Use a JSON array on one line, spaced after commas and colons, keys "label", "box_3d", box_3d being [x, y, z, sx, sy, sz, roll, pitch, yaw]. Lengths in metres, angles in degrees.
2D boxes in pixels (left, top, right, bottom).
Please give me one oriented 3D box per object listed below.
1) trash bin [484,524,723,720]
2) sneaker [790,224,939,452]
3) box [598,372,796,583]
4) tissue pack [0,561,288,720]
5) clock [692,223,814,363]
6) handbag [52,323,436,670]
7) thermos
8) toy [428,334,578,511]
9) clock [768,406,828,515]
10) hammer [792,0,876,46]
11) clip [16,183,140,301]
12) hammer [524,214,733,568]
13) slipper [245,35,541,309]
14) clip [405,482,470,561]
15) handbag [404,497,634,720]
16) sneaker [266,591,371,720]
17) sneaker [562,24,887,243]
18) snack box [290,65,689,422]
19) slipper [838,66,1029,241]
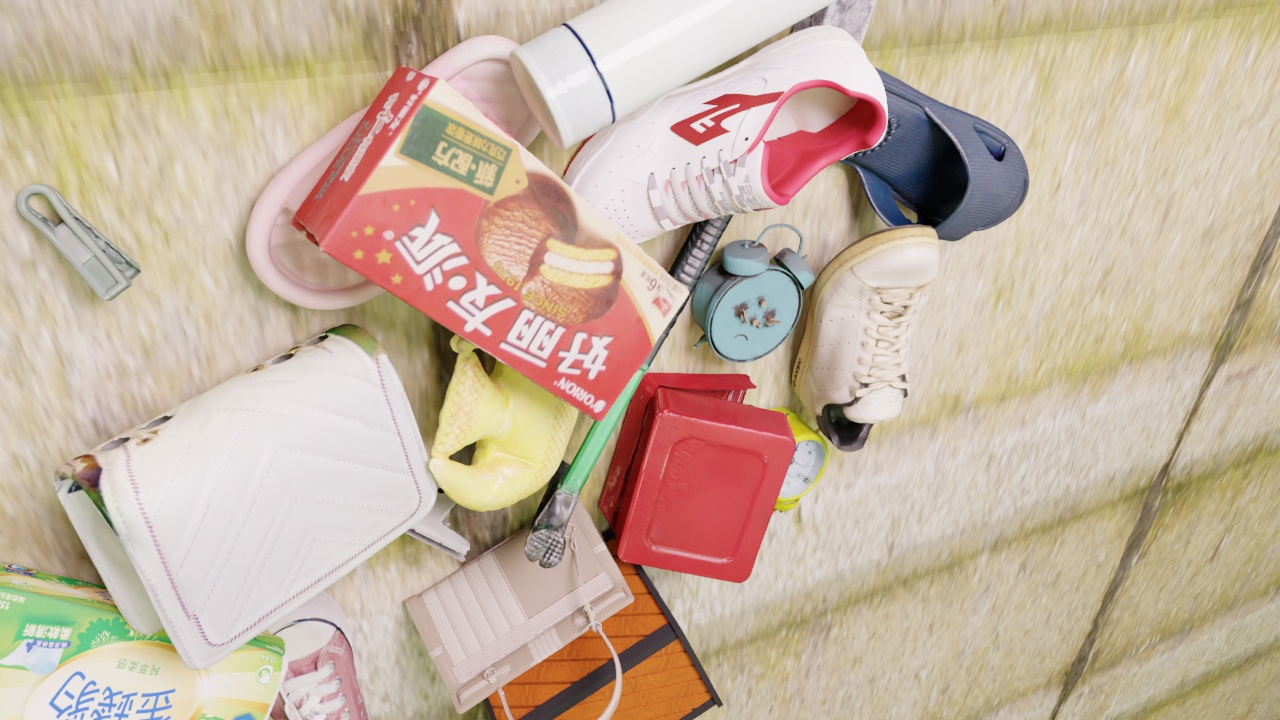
[{"label": "trash bin", "box_3d": [-0.047, 0.280, 0.848, 0.171, 0.139, 0.140, -31, 131, -8]}, {"label": "sneaker", "box_3d": [0.191, -0.005, 0.774, 0.089, 0.102, 0.242, -5, 144, -11]}, {"label": "box", "box_3d": [0.047, 0.103, 0.795, 0.137, 0.127, 0.158, 2, 119, -25]}, {"label": "tissue pack", "box_3d": [-0.364, 0.211, 0.630, 0.197, 0.142, 0.120, 35, 71, -30]}, {"label": "clock", "box_3d": [0.092, -0.058, 0.757, 0.090, 0.053, 0.124, 9, 116, -35]}, {"label": "handbag", "box_3d": [-0.244, 0.077, 0.588, 0.198, 0.096, 0.142, -34, 121, -41]}, {"label": "thermos", "box_3d": [0.033, -0.211, 0.563, 0.230, 0.068, 0.068, -31, 131, -8]}, {"label": "toy", "box_3d": [-0.092, 0.028, 0.687, 0.154, 0.065, 0.170, 0, 104, -58]}, {"label": "clock", "box_3d": [0.130, 0.103, 0.883, 0.083, 0.057, 0.119, 13, 108, -37]}, {"label": "hammer", "box_3d": [0.051, -0.323, 0.567, 0.300, 0.037, 0.218, 0, 121, -28]}, {"label": "clip", "box_3d": [-0.326, -0.070, 0.530, 0.023, 0.061, 0.076, -38, 116, -4]}, {"label": "hammer", "box_3d": [-0.004, 0.004, 0.722, 0.032, 0.130, 0.319, 28, 96, -4]}, {"label": "slipper", "box_3d": [-0.146, -0.114, 0.583, 0.221, 0.055, 0.107, -42, 133, -1]}, {"label": "clip", "box_3d": [-0.173, 0.128, 0.735, 0.054, 0.102, 0.044, -43, 155, -64]}, {"label": "handbag", "box_3d": [-0.082, 0.231, 0.757, 0.175, 0.198, 0.062, -32, 131, -7]}, {"label": "sneaker", "box_3d": [-0.268, 0.293, 0.767, 0.118, 0.088, 0.241, -19, 129, -18]}, {"label": "sneaker", "box_3d": [0.055, -0.132, 0.623, 0.237, 0.104, 0.090, -23, 131, 8]}, {"label": "snack box", "box_3d": [-0.082, -0.063, 0.576, 0.236, 0.060, 0.113, 36, 89, -41]}, {"label": "slipper", "box_3d": [0.226, -0.148, 0.731, 0.263, 0.082, 0.101, 19, 140, -33]}]
